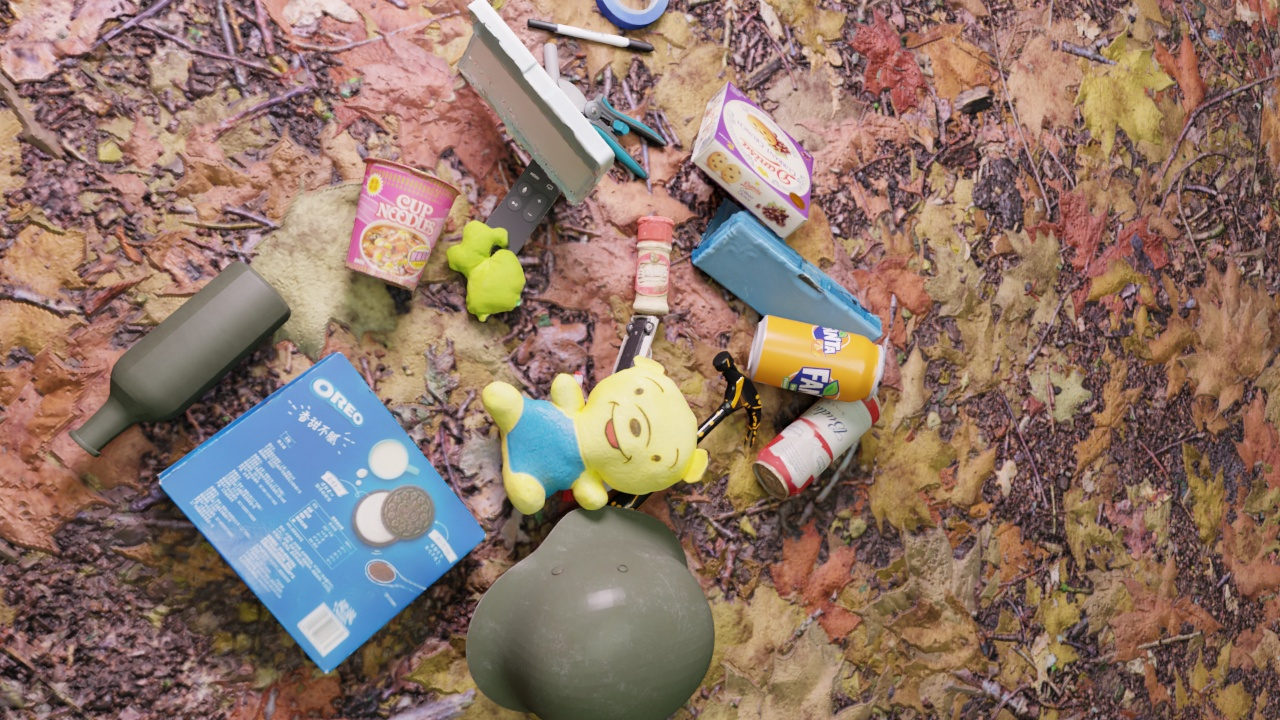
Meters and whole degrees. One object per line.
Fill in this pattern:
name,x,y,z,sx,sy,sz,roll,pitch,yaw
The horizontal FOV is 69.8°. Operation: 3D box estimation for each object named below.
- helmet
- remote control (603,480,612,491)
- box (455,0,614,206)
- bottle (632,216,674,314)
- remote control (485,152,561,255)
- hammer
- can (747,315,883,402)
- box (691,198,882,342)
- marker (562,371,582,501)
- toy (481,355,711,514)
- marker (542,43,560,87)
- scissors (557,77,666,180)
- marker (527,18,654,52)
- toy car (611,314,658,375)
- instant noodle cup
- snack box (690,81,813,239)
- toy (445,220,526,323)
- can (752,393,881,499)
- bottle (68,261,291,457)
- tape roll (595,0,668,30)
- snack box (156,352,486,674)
helmet,-0.030,0.277,0.905,0.267,0.154,0.227,-4,101,-27
remote control,-0.009,0.113,1.026,0.130,0.012,0.033,-26,98,-23
box,-0.106,-0.256,0.920,0.049,0.137,0.197,-40,92,-21
bottle,0.014,-0.106,1.033,0.044,0.044,0.109,5,85,-23
remote control,-0.116,-0.177,0.986,0.045,0.008,0.146,35,81,-9
hammer,0.016,0.132,1.018,0.320,0.036,0.123,-42,123,-17
can,0.200,-0.001,1.062,0.142,0.079,0.079,13,81,3
box,0.180,-0.103,1.098,0.231,0.094,0.101,34,45,-17
marker,-0.073,0.083,1.001,0.012,0.013,0.142,6,84,-23
toy,-0.045,0.077,0.951,0.214,0.084,0.149,-12,86,-5
marker,-0.092,-0.278,1.009,0.016,0.016,0.140,-6,89,-24
scissors,-0.030,-0.262,1.029,0.153,0.019,0.128,-16,98,-27
marker,-0.054,-0.366,1.034,0.152,0.011,0.011,4,86,-23
toy car,-0.006,0.006,1.022,0.039,0.039,0.113,29,75,-40
instant noodle cup,-0.239,-0.130,0.900,0.097,0.098,0.108,19,87,-22
snack box,0.132,-0.231,1.052,0.143,0.041,0.147,37,39,-18
toy,-0.160,-0.093,0.959,0.093,0.036,0.094,34,90,-7
can,0.211,0.092,1.094,0.170,0.067,0.067,-38,102,-20
bottle,-0.415,0.002,0.825,0.071,0.071,0.206,48,71,-14
tape roll,-0.011,-0.429,1.052,0.091,0.016,0.093,-26,98,-23
snack box,-0.297,0.141,0.877,0.195,0.056,0.239,-40,102,-20
